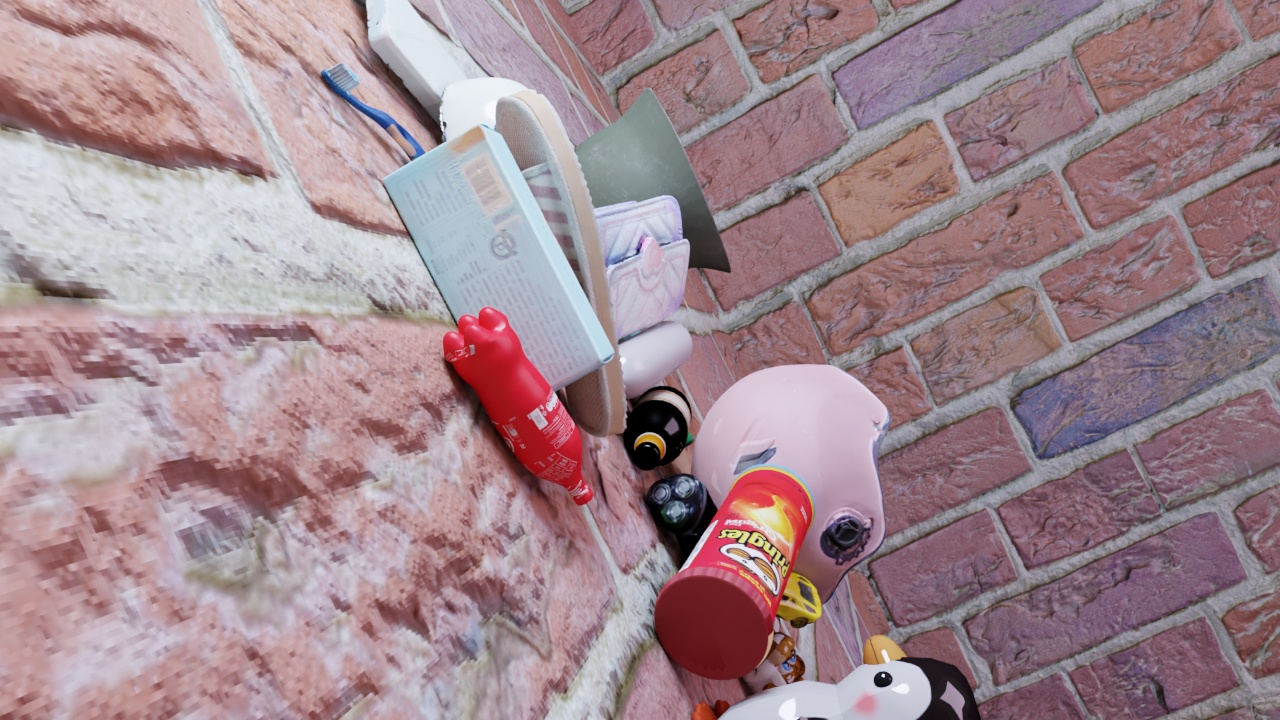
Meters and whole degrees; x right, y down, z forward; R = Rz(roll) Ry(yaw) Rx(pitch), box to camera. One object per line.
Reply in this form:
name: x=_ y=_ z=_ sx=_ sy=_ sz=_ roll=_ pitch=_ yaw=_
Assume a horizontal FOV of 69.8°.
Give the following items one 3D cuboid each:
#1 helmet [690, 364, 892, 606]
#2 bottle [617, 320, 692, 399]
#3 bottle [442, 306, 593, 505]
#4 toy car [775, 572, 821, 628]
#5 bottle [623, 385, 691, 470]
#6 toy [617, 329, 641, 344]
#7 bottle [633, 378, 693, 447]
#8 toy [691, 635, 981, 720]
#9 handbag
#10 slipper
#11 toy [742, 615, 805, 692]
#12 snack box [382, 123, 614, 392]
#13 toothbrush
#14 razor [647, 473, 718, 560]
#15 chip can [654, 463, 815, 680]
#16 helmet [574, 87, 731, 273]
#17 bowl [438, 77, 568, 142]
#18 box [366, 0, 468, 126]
helmet: x=0.135 y=0.126 z=0.936 sx=0.230 sy=0.152 sz=0.255 roll=-144 pitch=-116 yaw=-66
bottle: x=-0.005 y=0.005 z=0.878 sx=0.052 sy=0.053 sz=0.194 roll=63 pitch=25 yaw=-2
bottle: x=-0.069 y=0.033 z=0.561 sx=0.141 sy=0.042 sz=0.041 roll=59 pitch=10 yaw=-22
toy car: x=0.119 y=0.207 z=0.831 sx=0.107 sy=0.030 sz=0.049 roll=24 pitch=36 yaw=-25
bottle: x=0.014 y=0.068 z=0.857 sx=0.059 sy=0.059 sz=0.181 roll=62 pitch=10 yaw=-5
toy: x=-0.018 y=-0.032 z=1.049 sx=0.105 sy=0.033 sz=0.085 roll=56 pitch=1 yaw=-34
bottle: x=0.015 y=0.046 z=0.980 sx=0.111 sy=0.043 sz=0.043 roll=64 pitch=10 yaw=10
toy: x=0.152 y=0.279 z=0.645 sx=0.140 sy=0.184 sz=0.159 roll=68 pitch=11 yaw=24
handbag: x=-0.013 y=-0.088 z=0.886 sx=0.158 sy=0.069 sz=0.126 roll=-26 pitch=111 yaw=-54
slipper: x=-0.069 y=-0.062 z=0.675 sx=0.115 sy=0.052 sz=0.263 roll=19 pitch=-54 yaw=59
toy: x=0.118 y=0.272 z=0.851 sx=0.112 sy=0.067 sz=0.087 roll=52 pitch=32 yaw=9
snack box: x=-0.090 y=-0.060 z=0.599 sx=0.174 sy=0.075 sz=0.053 roll=62 pitch=9 yaw=-2
toothbrush: x=-0.168 y=-0.156 z=0.622 sx=0.135 sy=0.017 sz=0.021 roll=46 pitch=22 yaw=-60
razor: x=0.056 y=0.166 z=0.843 sx=0.140 sy=0.053 sz=0.063 roll=61 pitch=23 yaw=-21
chip can: x=0.084 y=0.161 z=0.743 sx=0.087 sy=0.087 sz=0.212 roll=62 pitch=25 yaw=-5
helmet: x=-0.016 y=-0.178 z=1.065 sx=0.267 sy=0.154 sz=0.227 roll=-108 pitch=173 yaw=-64
bowl: x=-0.099 y=-0.165 z=0.763 sx=0.153 sy=0.073 sz=0.153 roll=-15 pitch=89 yaw=-79
box: x=-0.177 y=-0.254 z=0.771 sx=0.136 sy=0.044 sz=0.197 roll=67 pitch=7 yaw=25
